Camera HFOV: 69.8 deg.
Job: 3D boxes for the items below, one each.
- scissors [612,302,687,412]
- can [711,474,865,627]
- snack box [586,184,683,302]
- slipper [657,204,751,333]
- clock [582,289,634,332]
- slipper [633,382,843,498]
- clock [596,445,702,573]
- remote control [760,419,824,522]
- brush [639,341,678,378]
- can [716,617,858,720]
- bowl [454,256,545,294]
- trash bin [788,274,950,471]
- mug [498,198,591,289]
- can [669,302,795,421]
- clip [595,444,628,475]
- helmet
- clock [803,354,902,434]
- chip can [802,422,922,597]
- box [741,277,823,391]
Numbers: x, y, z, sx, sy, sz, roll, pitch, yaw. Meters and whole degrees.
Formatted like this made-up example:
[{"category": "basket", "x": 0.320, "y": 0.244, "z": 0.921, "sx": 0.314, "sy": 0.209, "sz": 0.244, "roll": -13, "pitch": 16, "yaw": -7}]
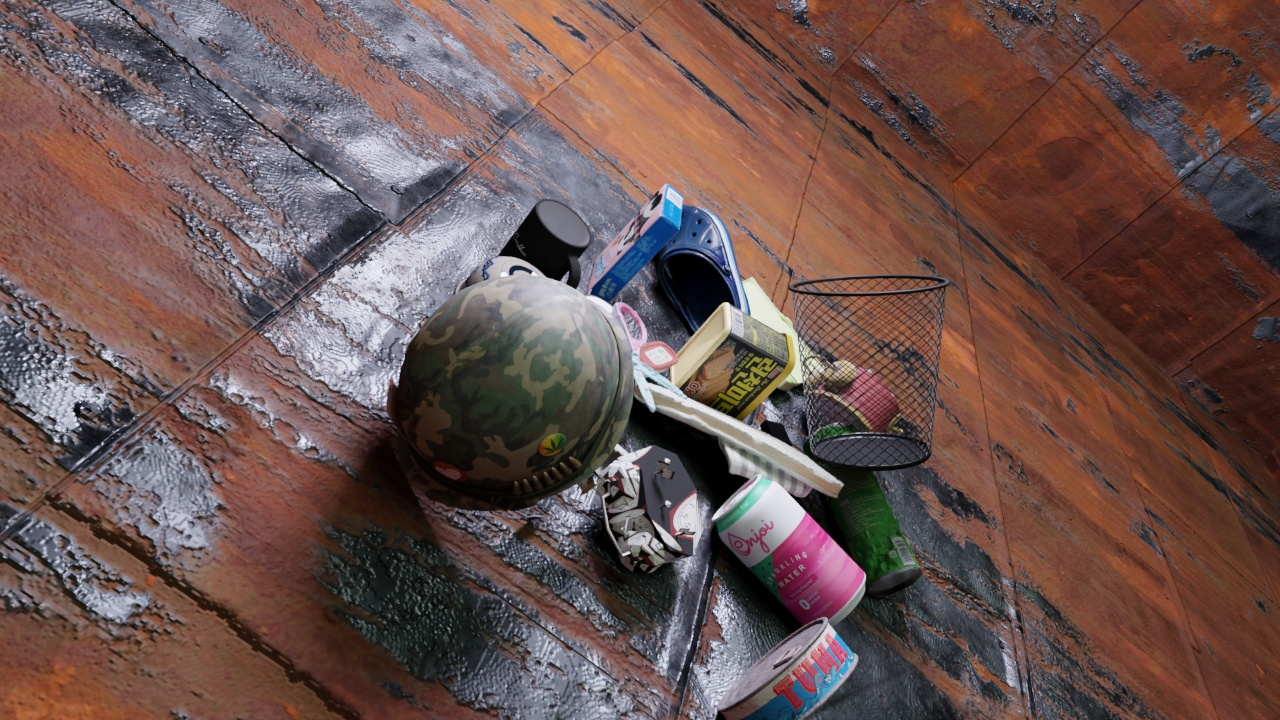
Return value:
[{"category": "scissors", "x": -0.026, "y": -0.009, "z": 1.028, "sx": 0.167, "sy": 0.014, "sz": 0.170, "roll": 12, "pitch": 42, "yaw": -34}, {"category": "can", "x": 0.161, "y": 0.209, "z": 0.999, "sx": 0.166, "sy": 0.088, "sz": 0.088, "roll": 46, "pitch": 32, "yaw": 4}, {"category": "snack box", "x": -0.008, "y": -0.145, "z": 1.162, "sx": 0.033, "sy": 0.155, "sz": 0.087, "roll": 35, "pitch": 33, "yaw": -18}, {"category": "slipper", "x": 0.077, "y": -0.129, "z": 1.282, "sx": 0.095, "sy": 0.105, "sz": 0.252, "roll": 16, "pitch": 43, "yaw": -48}, {"category": "clock", "x": -0.057, "y": -0.037, "z": 1.085, "sx": 0.091, "sy": 0.044, "sz": 0.122, "roll": 43, "pitch": 32, "yaw": -2}, {"category": "slipper", "x": 0.109, "y": 0.097, "z": 1.079, "sx": 0.272, "sy": 0.054, "sz": 0.114, "roll": 28, "pitch": 10, "yaw": -3}, {"category": "clock", "x": 0.011, "y": 0.144, "z": 0.892, "sx": 0.154, "sy": 0.065, "sz": 0.114, "roll": -9, "pitch": 79, "yaw": -63}, {"category": "remote control", "x": 0.196, "y": 0.141, "z": 1.187, "sx": 0.034, "sy": 0.013, "sz": 0.150, "roll": 15, "pitch": 42, "yaw": -38}, {"category": "brush", "x": -0.006, "y": 0.006, "z": 1.088, "sx": 0.041, "sy": 0.030, "sz": 0.172, "roll": 48, "pitch": 25, "yaw": 14}, {"category": "can", "x": 0.133, "y": 0.291, "z": 0.831, "sx": 0.044, "sy": 0.130, "sz": 0.129, "roll": 51, "pitch": 33, "yaw": 11}, {"category": "bowl", "x": -0.140, "y": -0.068, "z": 1.014, "sx": 0.115, "sy": 0.059, "sz": 0.115, "roll": 29, "pitch": 35, "yaw": -23}, {"category": "trash bin", "x": 0.275, "y": 0.012, "z": 1.104, "sx": 0.183, "sy": 0.184, "sz": 0.210, "roll": -19, "pitch": 109, "yaw": -55}, {"category": "mug", "x": -0.107, "y": -0.120, "z": 1.084, "sx": 0.078, "sy": 0.088, "sz": 0.113, "roll": 5, "pitch": 48, "yaw": -45}, {"category": "can", "x": 0.112, "y": 0.005, "z": 1.145, "sx": 0.101, "sy": 0.131, "sz": 0.072, "roll": 28, "pitch": 35, "yaw": -19}, {"category": "clip", "x": -0.029, "y": 0.106, "z": 0.978, "sx": 0.101, "sy": 0.041, "sz": 0.054, "roll": 39, "pitch": 14, "yaw": -5}, {"category": "helmet", "x": -0.114, "y": 0.031, "z": 0.808, "sx": 0.192, "sy": 0.224, "sz": 0.236, "roll": 50, "pitch": 7, "yaw": 20}, {"category": "clock", "x": 0.289, "y": 0.049, "z": 1.272, "sx": 0.081, "sy": 0.117, "sz": 0.159, "roll": -44, "pitch": 95, "yaw": -20}, {"category": "chip can", "x": 0.282, "y": 0.189, "z": 1.172, "sx": 0.075, "sy": 0.076, "sz": 0.223, "roll": 15, "pitch": 43, "yaw": -38}, {"category": "box", "x": 0.178, "y": -0.039, "z": 1.350, "sx": 0.140, "sy": 0.048, "sz": 0.187, "roll": -17, "pitch": 65, "yaw": -51}]
